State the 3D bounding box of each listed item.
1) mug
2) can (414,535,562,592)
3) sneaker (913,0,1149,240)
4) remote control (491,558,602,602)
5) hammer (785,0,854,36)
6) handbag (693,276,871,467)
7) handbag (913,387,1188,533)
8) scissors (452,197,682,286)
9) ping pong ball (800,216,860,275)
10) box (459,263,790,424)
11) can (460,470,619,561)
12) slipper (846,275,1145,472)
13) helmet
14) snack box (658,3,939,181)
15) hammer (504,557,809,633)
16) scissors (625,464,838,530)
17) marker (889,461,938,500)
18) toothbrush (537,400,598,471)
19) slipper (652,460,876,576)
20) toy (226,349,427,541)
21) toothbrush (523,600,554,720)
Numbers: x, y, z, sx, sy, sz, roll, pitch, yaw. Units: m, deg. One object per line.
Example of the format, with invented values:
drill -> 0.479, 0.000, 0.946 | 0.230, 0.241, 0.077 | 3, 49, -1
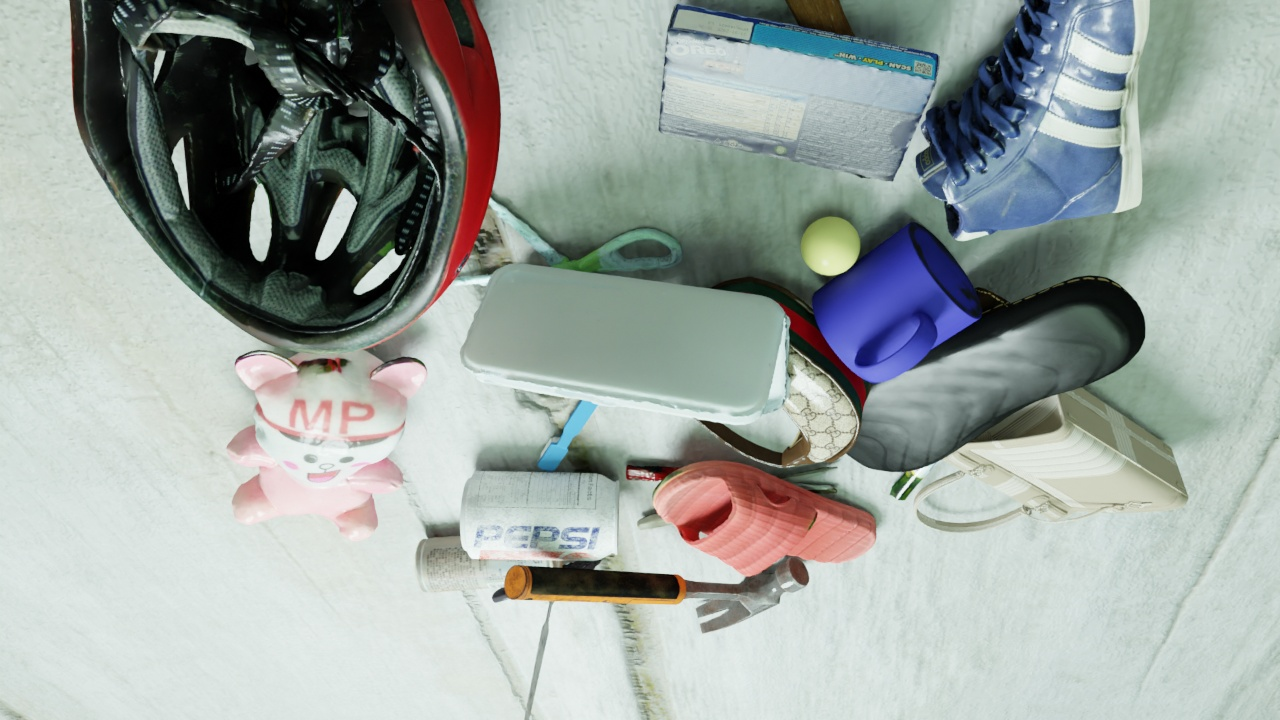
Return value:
mug -> 0.175, -0.030, 0.626 | 0.079, 0.111, 0.084 | 40, 124, -18
can -> -0.147, 0.195, 0.896 | 0.136, 0.054, 0.054 | -6, 134, 8
sneaker -> 0.208, -0.162, 0.518 | 0.119, 0.091, 0.233 | -14, 141, 18
remote control -> -0.098, 0.222, 0.933 | 0.125, 0.046, 0.009 | -22, 92, 22
hammer -> 0.049, -0.258, 0.461 | 0.115, 0.033, 0.323 | -23, 130, 20
handbag -> 0.085, 0.015, 0.692 | 0.166, 0.063, 0.139 | 38, 133, -8
handbag -> 0.327, 0.104, 0.799 | 0.175, 0.062, 0.199 | 27, 137, -27
scissors -> -0.050, -0.068, 0.666 | 0.168, 0.023, 0.171 | -24, 129, 29
ping pong ball -> 0.130, -0.078, 0.629 | 0.040, 0.040, 0.040 | 1, 135, 0
box -> -0.001, 0.004, 0.643 | 0.216, 0.106, 0.125 | 11, 155, 15
can -> -0.088, 0.139, 0.823 | 0.136, 0.078, 0.078 | 1, 135, 0
slipper -> 0.246, 0.008, 0.692 | 0.113, 0.075, 0.269 | 40, 138, -10
helmet -> -0.179, -0.128, 0.495 | 0.217, 0.166, 0.273 | 20, 127, 2
snack box -> 0.087, -0.155, 0.534 | 0.150, 0.027, 0.082 | 13, 148, 3
hammer -> 0.007, 0.220, 0.868 | 0.314, 0.035, 0.138 | 13, 139, -37
scissors -> 0.072, 0.119, 0.844 | 0.187, 0.015, 0.180 | 28, 127, -24
marker -> 0.260, 0.074, 0.793 | 0.017, 0.017, 0.147 | 14, 134, -13
toothbrush -> -0.047, 0.039, 0.771 | 0.016, 0.014, 0.167 | 21, 127, -18
slipper -> 0.118, 0.157, 0.833 | 0.248, 0.059, 0.104 | 21, 133, -29
toy -> -0.260, 0.064, 0.749 | 0.142, 0.084, 0.214 | 12, 135, -14
toothbrush -> -0.101, 0.286, 0.896 | 0.010, 0.181, 0.010 | -23, 125, 26
